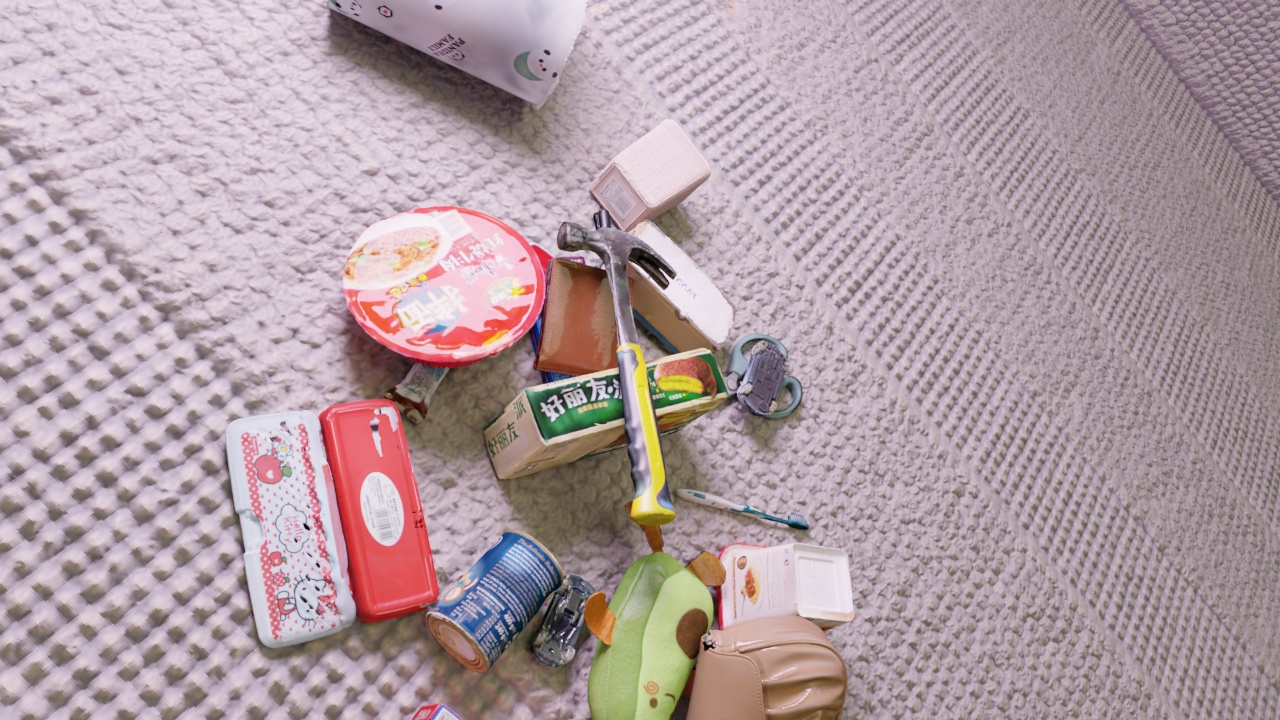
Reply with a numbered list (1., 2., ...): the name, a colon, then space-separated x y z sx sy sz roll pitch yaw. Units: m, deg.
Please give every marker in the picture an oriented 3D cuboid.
1. marker: -0.040 -0.121 1.094 0.022 0.018 0.130 -3 69 -9

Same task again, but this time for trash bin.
1. trash bin: -0.195 -0.434 1.014 0.251 0.230 0.229 17 61 -20

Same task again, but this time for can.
1. can: -0.133 0.220 0.840 0.075 0.076 0.110 48 52 -5

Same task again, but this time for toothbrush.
1. toothbrush: 0.121 0.171 1.067 0.191 0.016 0.018 19 50 -26

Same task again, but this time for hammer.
1. hammer: -0.005 0.005 0.903 0.126 0.032 0.322 6 58 -27

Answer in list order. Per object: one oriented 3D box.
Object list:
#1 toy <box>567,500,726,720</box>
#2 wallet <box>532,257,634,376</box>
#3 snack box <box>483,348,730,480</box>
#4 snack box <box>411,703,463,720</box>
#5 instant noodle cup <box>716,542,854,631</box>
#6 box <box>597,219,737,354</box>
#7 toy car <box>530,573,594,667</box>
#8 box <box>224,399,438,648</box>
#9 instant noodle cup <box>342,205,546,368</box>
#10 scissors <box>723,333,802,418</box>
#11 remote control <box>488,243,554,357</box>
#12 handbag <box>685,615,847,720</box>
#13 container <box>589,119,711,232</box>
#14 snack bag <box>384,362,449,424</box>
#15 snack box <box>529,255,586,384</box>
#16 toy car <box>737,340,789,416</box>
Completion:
1. toy: 0.012 0.271 0.897 0.227 0.090 0.246 44 52 -36
2. wallet: -0.061 -0.043 0.986 0.101 0.032 0.124 12 79 -28
3. snack box: -0.032 0.055 0.955 0.239 0.115 0.063 -13 74 -36
4. snack box: -0.117 0.381 0.788 0.207 0.058 0.057 42 52 -9
5. instant noodle cup: 0.156 0.248 0.984 0.116 0.124 0.116 14 62 -28
6. box: 0.029 -0.083 1.082 0.184 0.060 0.089 43 46 -14
7. toy car: -0.077 0.252 0.889 0.043 0.034 0.090 36 56 -18
8. box: -0.271 0.137 0.812 0.157 0.038 0.201 -7 74 -35
9. instant noodle cup: -0.193 -0.063 0.911 0.193 0.066 0.193 6 56 -9
10. scissors: 0.136 0.038 1.135 0.179 0.019 0.139 -25 84 -40
11. remote control: -0.136 -0.066 0.979 0.056 0.020 0.135 39 67 0
12. handbag: 0.116 0.350 0.881 0.147 0.100 0.204 9 100 -13
13. container: 0.008 -0.223 1.127 0.110 0.090 0.090 -40 93 -35
14. snack bag: -0.211 0.012 0.915 0.045 0.026 0.105 37 54 -14
15. snack box: -0.083 -0.041 1.022 0.084 0.026 0.157 -8 73 -34
16. toy car: 0.147 0.024 1.116 0.049 0.031 0.105 34 53 -15
